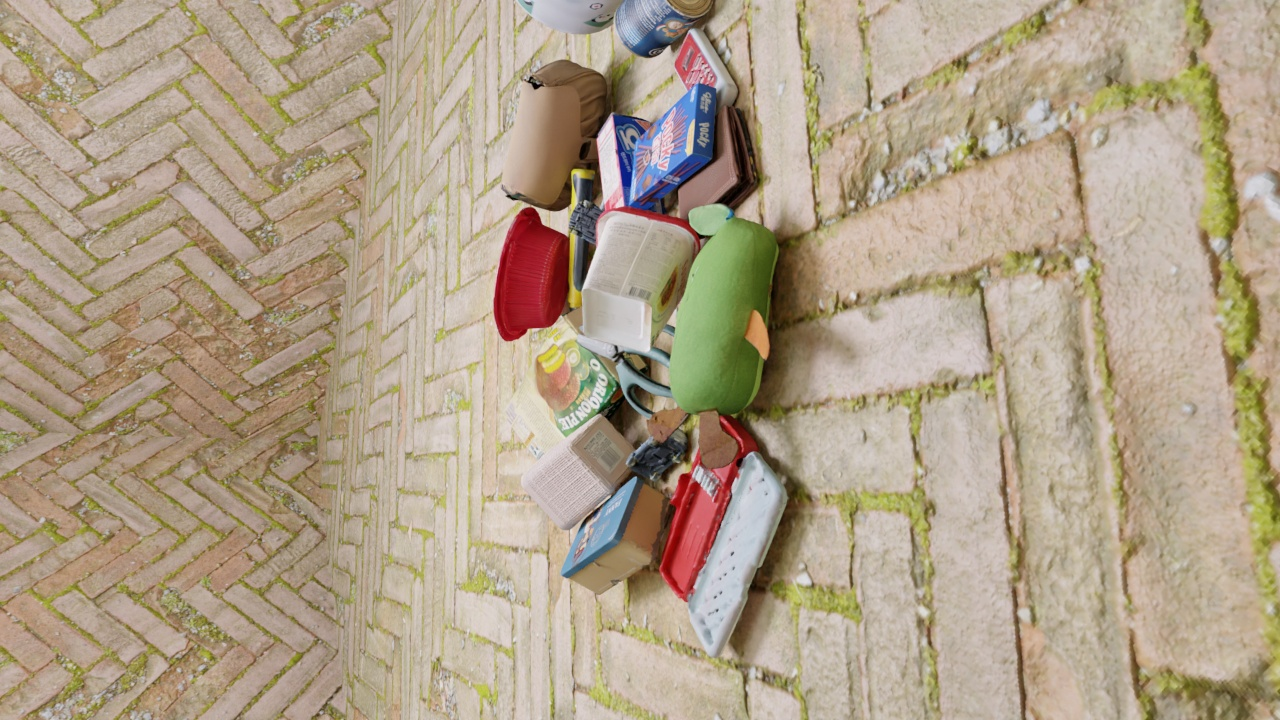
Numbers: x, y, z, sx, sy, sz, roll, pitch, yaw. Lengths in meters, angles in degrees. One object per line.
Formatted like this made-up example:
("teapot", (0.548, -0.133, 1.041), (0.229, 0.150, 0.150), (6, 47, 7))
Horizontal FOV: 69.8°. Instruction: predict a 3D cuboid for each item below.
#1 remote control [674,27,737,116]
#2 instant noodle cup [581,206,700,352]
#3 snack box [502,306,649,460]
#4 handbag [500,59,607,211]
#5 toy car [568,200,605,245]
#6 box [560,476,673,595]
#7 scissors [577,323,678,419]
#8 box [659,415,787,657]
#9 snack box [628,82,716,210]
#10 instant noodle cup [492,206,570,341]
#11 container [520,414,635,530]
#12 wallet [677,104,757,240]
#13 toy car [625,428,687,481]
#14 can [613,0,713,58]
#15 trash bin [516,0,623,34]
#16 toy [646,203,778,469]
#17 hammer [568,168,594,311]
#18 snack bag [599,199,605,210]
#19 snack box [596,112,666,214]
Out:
("remote control", (0.070, -0.314, 1.019), (0.056, 0.020, 0.135), (-60, 36, 39))
("instant noodle cup", (-0.006, -0.084, 0.976), (0.116, 0.117, 0.124), (92, -163, -48))
("snack box", (-0.090, 0.042, 1.182), (0.114, 0.063, 0.241), (50, 138, 13))
("handbag", (-0.114, -0.302, 1.258), (0.100, 0.147, 0.205), (28, 118, 21))
("toy car", (-0.045, -0.168, 1.178), (0.105, 0.031, 0.049), (29, 104, 25))
("box", (-0.026, 0.203, 1.051), (0.185, 0.059, 0.089), (-50, 14, 51))
("scissors", (-0.011, 0.011, 1.044), (0.180, 0.019, 0.139), (16, 109, 31))
("box", (0.079, 0.170, 0.909), (0.157, 0.037, 0.201), (51, 130, 53))
("snack box", (0.033, -0.234, 1.019), (0.157, 0.026, 0.084), (-25, 56, 62))
("instant noodle cup", (-0.145, -0.116, 1.297), (0.193, 0.066, 0.194), (13, -91, -82))
("container", (-0.069, 0.132, 1.113), (0.090, 0.090, 0.111), (47, 133, 0))
("wallet", (0.076, -0.198, 0.982), (0.125, 0.032, 0.101), (-43, 46, 53))
("toy car", (0.019, 0.103, 1.034), (0.091, 0.043, 0.034), (-48, 17, 46))
("can", (0.027, -0.408, 1.059), (0.111, 0.075, 0.075), (-16, 72, 61))
("trash bin", (-0.049, -0.531, 1.084), (0.252, 0.229, 0.229), (152, 119, -66))
("toy", (0.077, -0.024, 0.885), (0.227, 0.090, 0.247), (-150, 72, -68))
("hammer", (-0.085, -0.096, 1.251), (0.126, 0.031, 0.323), (24, 113, 60))
("snack bag", (-0.038, -0.204, 1.208), (0.106, 0.026, 0.045), (114, 148, -40))
("snack box", (-0.010, -0.200, 1.120), (0.058, 0.057, 0.207), (136, 132, -56))
